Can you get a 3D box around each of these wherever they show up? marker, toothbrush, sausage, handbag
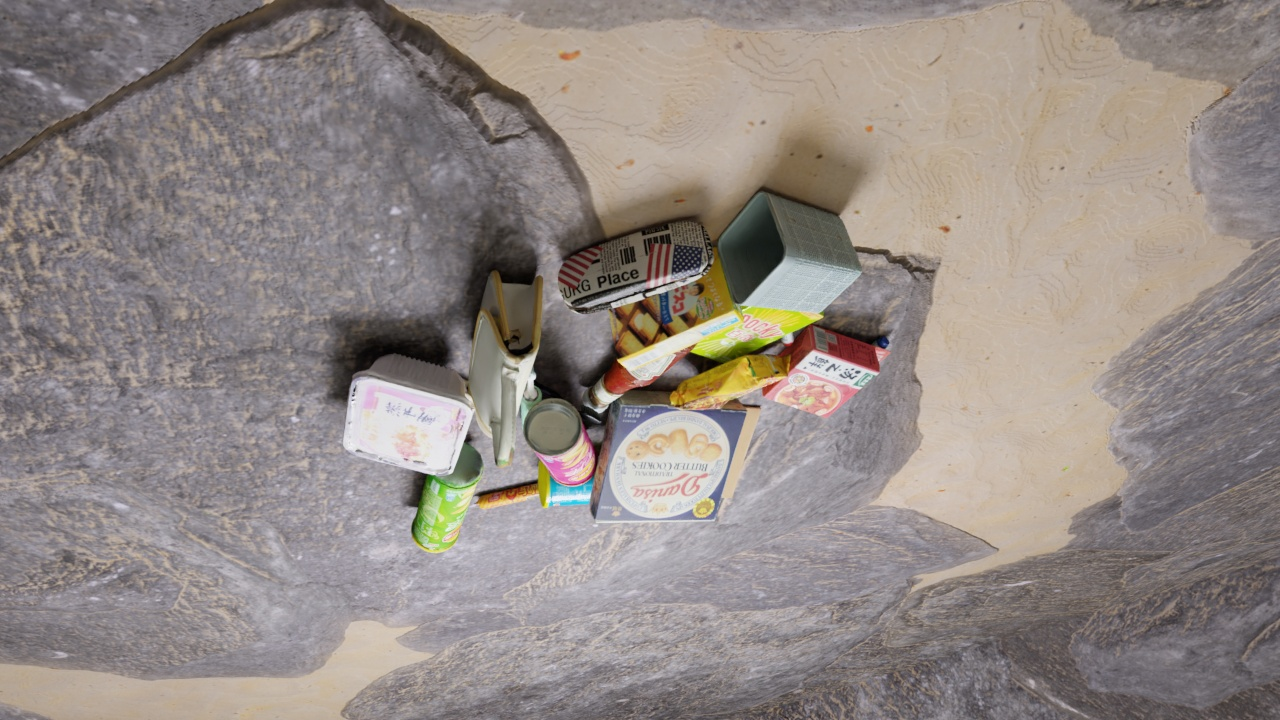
[{"bbox_3d":[0.165,-0.059,1.074,0.017,0.017,0.145,-15,147,7],"label":"marker"},{"bbox_3d":[-0.132,0.051,1.101,0.026,0.027,0.225,-6,161,-8],"label":"toothbrush"},{"bbox_3d":[-0.120,0.030,1.100,0.189,0.016,0.014,32,140,-27],"label":"toothbrush"},{"bbox_3d":[-0.167,0.196,1.361,0.165,0.021,0.021,-13,147,3],"label":"sausage"},{"bbox_3d":[0.275,0.014,1.215,0.017,0.016,0.146,12,141,-30],"label":"marker"},{"bbox_3d":[-0.144,0.016,0.954,0.063,0.178,0.164,5,146,-14],"label":"handbag"}]

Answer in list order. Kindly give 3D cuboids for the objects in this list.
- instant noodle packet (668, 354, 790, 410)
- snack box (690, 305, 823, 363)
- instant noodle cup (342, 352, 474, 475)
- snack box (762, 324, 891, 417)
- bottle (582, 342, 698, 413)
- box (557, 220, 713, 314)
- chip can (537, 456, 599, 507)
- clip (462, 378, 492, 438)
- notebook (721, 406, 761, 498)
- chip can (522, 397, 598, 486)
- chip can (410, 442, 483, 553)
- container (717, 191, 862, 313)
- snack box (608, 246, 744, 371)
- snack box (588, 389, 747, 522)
[{"bbox_3d":[0.114,0.026,1.130,0.129,0.044,0.110,-26,170,34],"label":"instant noodle packet"},{"bbox_3d":[0.122,-0.044,1.053,0.085,0.026,0.157,19,147,-37],"label":"snack box"},{"bbox_3d":[-0.269,0.059,1.071,0.138,0.060,0.174,16,139,-11],"label":"instant noodle cup"},{"bbox_3d":[0.238,0.019,1.170,0.127,0.044,0.113,17,139,-20],"label":"snack box"},{"bbox_3d":[-0.006,0.006,1.089,0.059,0.059,0.207,11,147,-30],"label":"bottle"},{"bbox_3d":[-0.005,-0.092,0.936,0.164,0.071,0.059,-15,172,12],"label":"box"},{"bbox_3d":[-0.038,0.169,1.313,0.210,0.071,0.071,-1,146,-16],"label":"chip can"},{"bbox_3d":[-0.189,0.048,1.132,0.035,0.094,0.102,-33,103,32],"label":"clip"},{"bbox_3d":[0.052,0.122,1.263,0.211,0.012,0.150,6,115,-23],"label":"notebook"},{"bbox_3d":[-0.096,0.106,1.149,0.071,0.071,0.211,-10,163,-1],"label":"chip can"},{"bbox_3d":[-0.272,0.192,1.280,0.072,0.072,0.222,3,145,-20],"label":"chip can"},{"bbox_3d":[0.155,-0.105,0.938,0.111,0.089,0.090,8,143,-30],"label":"container"},{"bbox_3d":[0.035,-0.054,0.980,0.141,0.086,0.034,-22,146,17],"label":"snack box"},{"bbox_3d":[0.035,0.131,1.227,0.177,0.045,0.183,3,114,-21],"label":"snack box"}]
